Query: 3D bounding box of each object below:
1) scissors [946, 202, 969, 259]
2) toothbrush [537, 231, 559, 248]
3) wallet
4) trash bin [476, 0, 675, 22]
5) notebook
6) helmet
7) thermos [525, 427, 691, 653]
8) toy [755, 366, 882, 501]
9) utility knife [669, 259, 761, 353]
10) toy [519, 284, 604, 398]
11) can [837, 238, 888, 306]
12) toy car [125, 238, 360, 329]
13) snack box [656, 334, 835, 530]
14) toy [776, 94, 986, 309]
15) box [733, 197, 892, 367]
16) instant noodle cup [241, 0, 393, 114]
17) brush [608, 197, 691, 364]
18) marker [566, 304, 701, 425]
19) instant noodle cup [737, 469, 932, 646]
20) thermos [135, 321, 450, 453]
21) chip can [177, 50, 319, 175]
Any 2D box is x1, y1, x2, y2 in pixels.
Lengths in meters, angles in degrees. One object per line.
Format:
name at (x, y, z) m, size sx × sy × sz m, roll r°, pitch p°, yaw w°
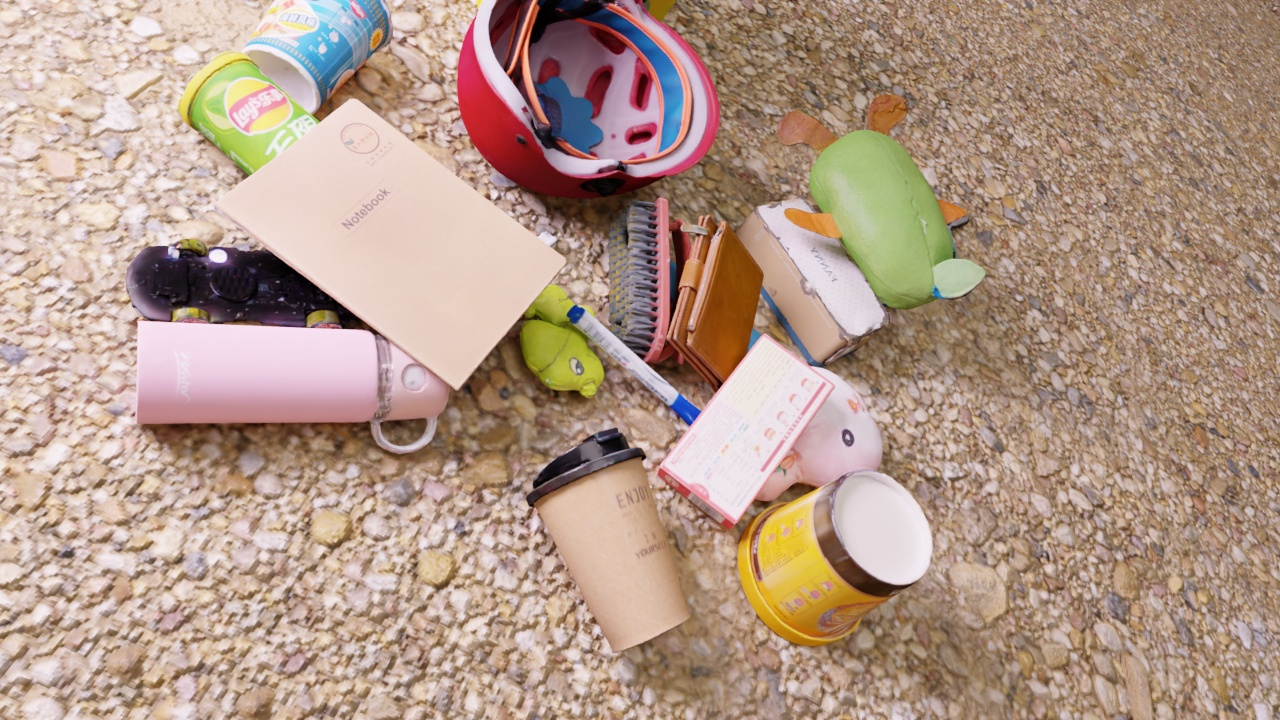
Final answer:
scissors at (0.344, -0.171, 1.108) m, size 0.143 × 0.019 × 0.179 m, roll 45°, pitch 50°, yaw 5°
toothbrush at (-0.123, -0.062, 0.769) m, size 0.016 × 0.016 × 0.179 m, roll 36°, pitch 48°, yaw 6°
wallet at (0.068, -0.052, 0.808) m, size 0.119 × 0.035 × 0.130 m, roll 42°, pitch 55°, yaw -42°
trash bin at (-0.036, -0.429, 0.903) m, size 0.229 × 0.256 × 0.229 m, roll 15°, pitch 53°, yaw -21°
notebook at (-0.174, -0.090, 0.668) m, size 0.207 × 0.008 × 0.147 m, roll 37°, pitch 55°, yaw -3°
helmet at (-0.061, -0.236, 0.836) m, size 0.239 × 0.144 × 0.206 m, roll 13°, pitch 69°, yaw -33°
thermos at (-0.020, 0.129, 0.657) m, size 0.092 × 0.093 × 0.143 m, roll -15°, pitch 75°, yaw -36°
toy at (0.144, 0.067, 0.815) m, size 0.159 × 0.054 × 0.121 m, roll -19°, pitch 70°, yaw -29°
utility knife at (0.090, -0.026, 0.865) m, size 0.218 × 0.018 × 0.034 m, roll 38°, pitch 61°, yaw -3°
toy at (-0.068, -0.016, 0.759) m, size 0.096 × 0.031 × 0.099 m, roll 34°, pitch 45°, yaw -6°
can at (0.246, -0.106, 0.984) m, size 0.083 × 0.057 × 0.102 m, roll -2°, pitch 60°, yaw -28°
toy car at (-0.277, -0.048, 0.653) m, size 0.158 × 0.042 × 0.070 m, roll 3°, pitch 58°, yaw -30°
snack box at (0.089, 0.057, 0.766) m, size 0.077 × 0.027 × 0.155 m, roll 37°, pitch 67°, yaw 9°
toy at (0.238, -0.156, 0.920) m, size 0.226 × 0.090 × 0.246 m, roll -9°, pitch 68°, yaw -21°
box at (0.165, -0.087, 0.923) m, size 0.089 × 0.061 × 0.184 m, roll -19°, pitch 68°, yaw -38°
instant noodle cup at (-0.278, -0.267, 0.771) m, size 0.099 × 0.099 × 0.109 m, roll 28°, pitch 58°, yaw -11°
brush at (0.012, -0.066, 0.809) m, size 0.069 × 0.063 × 0.145 m, roll 9°, pitch 67°, yaw -24°
marker at (-0.005, 0.004, 0.769) m, size 0.146 × 0.017 × 0.016 m, roll 41°, pitch 47°, yaw -17°
instant noodle cup at (0.155, 0.150, 0.721) m, size 0.118 × 0.115 × 0.118 m, roll 15°, pitch 53°, yaw -21°
thermos at (-0.232, 0.020, 0.625) m, size 0.198 × 0.067 × 0.087 m, roll 3°, pitch 90°, yaw -30°
chip can at (-0.248, -0.140, 0.711) m, size 0.221 × 0.073 × 0.072 m, roll 42°, pitch 49°, yaw 0°
